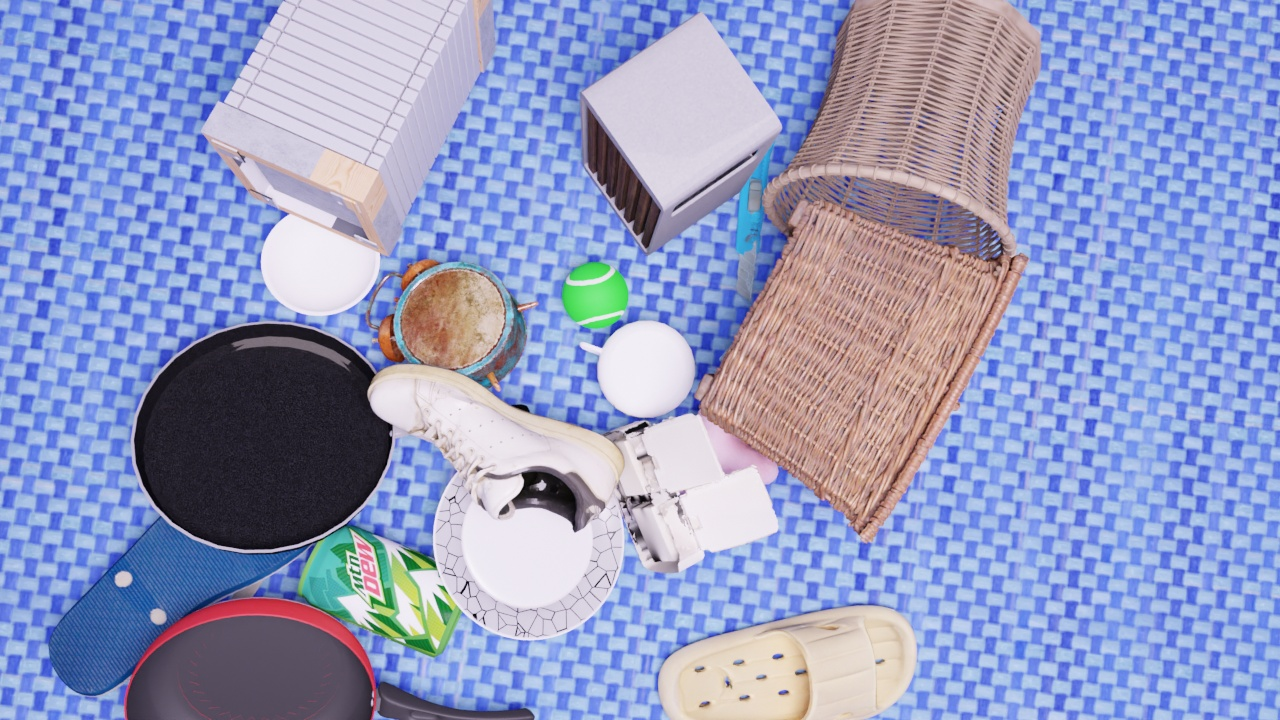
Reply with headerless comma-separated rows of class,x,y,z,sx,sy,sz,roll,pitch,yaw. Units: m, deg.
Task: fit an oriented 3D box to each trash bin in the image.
trash bin,-0.252,-0.251,0.840,0.142,0.142,0.246,24,77,-1
trash bin,0.026,-0.190,0.825,0.114,0.229,0.114,-35,89,-4

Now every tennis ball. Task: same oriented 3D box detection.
tennis ball,-0.044,-0.064,0.898,0.065,0.065,0.065,0,87,-3

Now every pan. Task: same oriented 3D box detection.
pan,-0.278,0.313,0.851,0.356,0.067,0.209,6,113,-16
pan,-0.282,0.067,0.873,0.356,0.034,0.225,-3,66,-18

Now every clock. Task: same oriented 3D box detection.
clock,-0.188,-0.035,0.885,0.158,0.073,0.121,20,77,10

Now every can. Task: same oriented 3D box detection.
can,-0.239,0.215,0.866,0.144,0.083,0.083,23,86,-1

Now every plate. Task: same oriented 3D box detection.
plate,-0.106,0.170,0.881,0.188,0.016,0.188,8,71,-23

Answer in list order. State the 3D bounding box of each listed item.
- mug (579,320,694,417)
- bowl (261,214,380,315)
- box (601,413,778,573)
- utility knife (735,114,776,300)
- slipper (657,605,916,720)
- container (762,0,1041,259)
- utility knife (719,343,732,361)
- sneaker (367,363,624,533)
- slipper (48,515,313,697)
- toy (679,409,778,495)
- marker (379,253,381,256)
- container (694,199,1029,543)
mug,-0.005,0.005,0.895,0.115,0.068,0.094,21,86,-1
bowl,-0.308,-0.092,0.897,0.110,0.041,0.110,1,78,-6
box,0.031,0.120,0.846,0.065,0.186,0.145,-22,91,-43
utility knife,0.116,-0.158,0.936,0.031,0.015,0.196,6,88,2
slipper,0.148,0.310,0.884,0.261,0.079,0.111,-8,91,-3
container,0.249,-0.205,0.849,0.227,0.227,0.196,19,79,-2
utility knife,0.122,-0.041,0.931,0.022,0.015,0.117,34,84,25
sneaker,-0.138,0.088,0.820,0.241,0.089,0.102,21,48,-3
slipper,-0.421,0.195,0.872,0.294,0.060,0.118,-41,86,-9
toy,0.078,0.105,0.903,0.102,0.050,0.093,41,83,-3
marker,-0.250,-0.171,0.921,0.011,0.011,0.152,13,86,-2
container,0.171,-0.004,0.775,0.183,0.162,0.250,28,94,11
